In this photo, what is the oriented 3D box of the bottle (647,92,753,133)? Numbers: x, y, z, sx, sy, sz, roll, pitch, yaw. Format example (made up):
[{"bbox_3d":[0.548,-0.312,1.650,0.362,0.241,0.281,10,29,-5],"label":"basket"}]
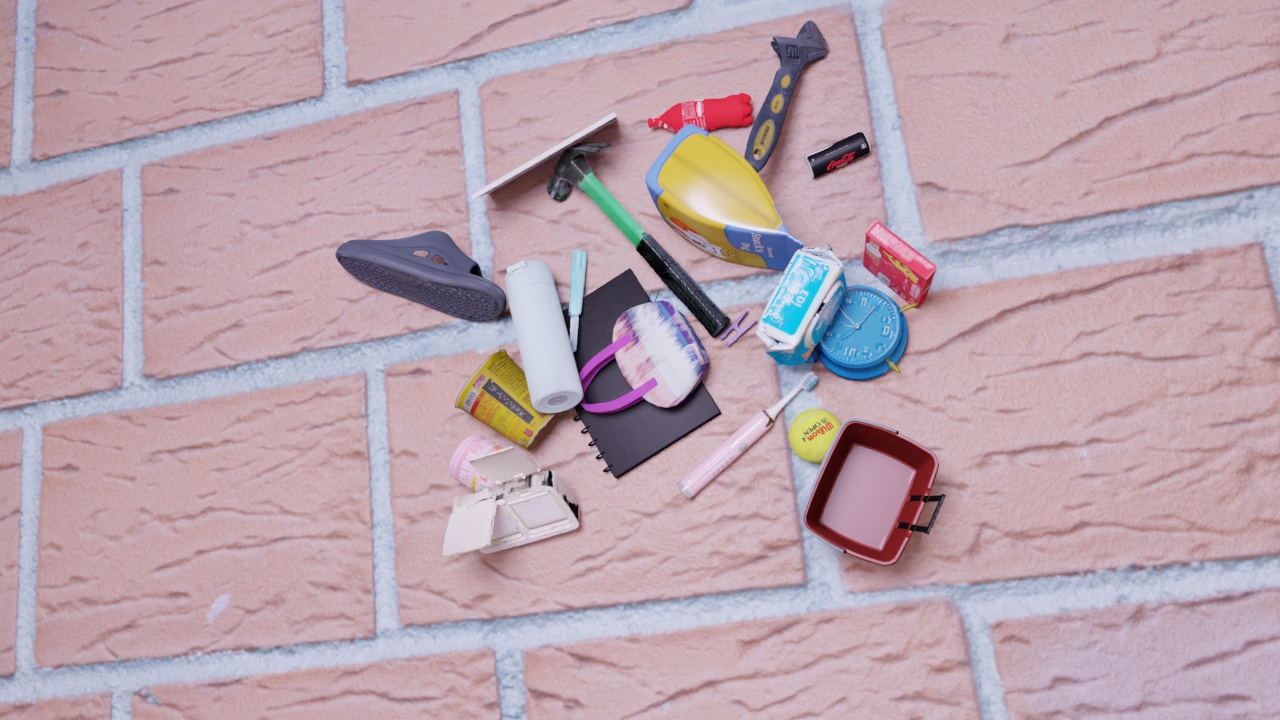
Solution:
[{"bbox_3d":[0.080,-0.330,1.236,0.142,0.042,0.042,-5,78,12],"label":"bottle"}]

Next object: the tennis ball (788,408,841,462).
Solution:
[{"bbox_3d":[0.213,0.091,1.111,0.065,0.065,0.065,-2,78,12],"label":"tennis ball"}]

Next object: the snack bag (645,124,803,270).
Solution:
[{"bbox_3d":[0.119,-0.178,1.137,0.205,0.159,0.102,38,89,15],"label":"snack bag"}]

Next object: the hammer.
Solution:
[{"bbox_3d":[0.001,-0.157,1.200,0.032,0.131,0.318,-35,79,-36],"label":"hammer"}]

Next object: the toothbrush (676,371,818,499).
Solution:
[{"bbox_3d":[0.136,0.091,1.148,0.222,0.027,0.026,-42,45,2],"label":"toothbrush"}]

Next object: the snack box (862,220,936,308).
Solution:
[{"bbox_3d":[0.306,-0.112,1.095,0.089,0.133,0.021,43,89,16],"label":"snack box"}]

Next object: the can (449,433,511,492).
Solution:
[{"bbox_3d":[-0.200,0.141,1.192,0.076,0.067,0.067,29,86,16],"label":"can"}]

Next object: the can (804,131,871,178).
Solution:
[{"bbox_3d":[0.255,-0.267,1.189,0.080,0.031,0.031,-23,75,7],"label":"can"}]

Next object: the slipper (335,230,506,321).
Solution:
[{"bbox_3d":[-0.289,-0.127,1.256,0.268,0.111,0.083,16,66,20],"label":"slipper"}]

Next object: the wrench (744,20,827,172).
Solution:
[{"bbox_3d":[0.182,-0.345,1.183,0.073,0.022,0.272,23,63,-2],"label":"wrench"}]

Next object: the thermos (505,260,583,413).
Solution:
[{"bbox_3d":[-0.127,-0.036,1.180,0.065,0.078,0.206,-24,61,15],"label":"thermos"}]

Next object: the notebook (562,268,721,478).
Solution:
[{"bbox_3d":[-0.026,0.017,1.204,0.169,0.019,0.231,-32,74,4],"label":"notebook"}]

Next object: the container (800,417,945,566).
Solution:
[{"bbox_3d":[0.258,0.147,1.019,0.127,0.201,0.148,24,85,15],"label":"container"}]

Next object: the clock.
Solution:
[{"bbox_3d":[0.251,-0.040,1.131,0.161,0.060,0.116,12,83,17],"label":"clock"}]

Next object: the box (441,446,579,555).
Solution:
[{"bbox_3d":[-0.167,0.192,1.112,0.145,0.186,0.100,-19,57,13],"label":"box"}]

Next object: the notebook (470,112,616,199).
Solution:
[{"bbox_3d":[-0.125,-0.274,1.226,0.210,0.142,0.009,-29,102,6],"label":"notebook"}]

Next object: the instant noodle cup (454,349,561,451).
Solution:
[{"bbox_3d":[-0.167,0.058,1.195,0.112,0.100,0.100,39,89,6],"label":"instant noodle cup"}]

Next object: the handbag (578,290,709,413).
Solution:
[{"bbox_3d":[-0.007,0.007,1.166,0.170,0.068,0.144,-32,74,9],"label":"handbag"}]

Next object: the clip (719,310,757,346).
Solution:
[{"bbox_3d":[0.127,-0.040,1.184,0.052,0.013,0.036,-47,72,3],"label":"clip"}]

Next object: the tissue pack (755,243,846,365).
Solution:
[{"bbox_3d":[0.192,-0.064,1.073,0.062,0.093,0.144,27,88,22],"label":"tissue pack"}]

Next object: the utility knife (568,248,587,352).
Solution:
[{"bbox_3d":[-0.086,-0.082,1.220,0.022,0.015,0.158,-2,64,9],"label":"utility knife"}]
